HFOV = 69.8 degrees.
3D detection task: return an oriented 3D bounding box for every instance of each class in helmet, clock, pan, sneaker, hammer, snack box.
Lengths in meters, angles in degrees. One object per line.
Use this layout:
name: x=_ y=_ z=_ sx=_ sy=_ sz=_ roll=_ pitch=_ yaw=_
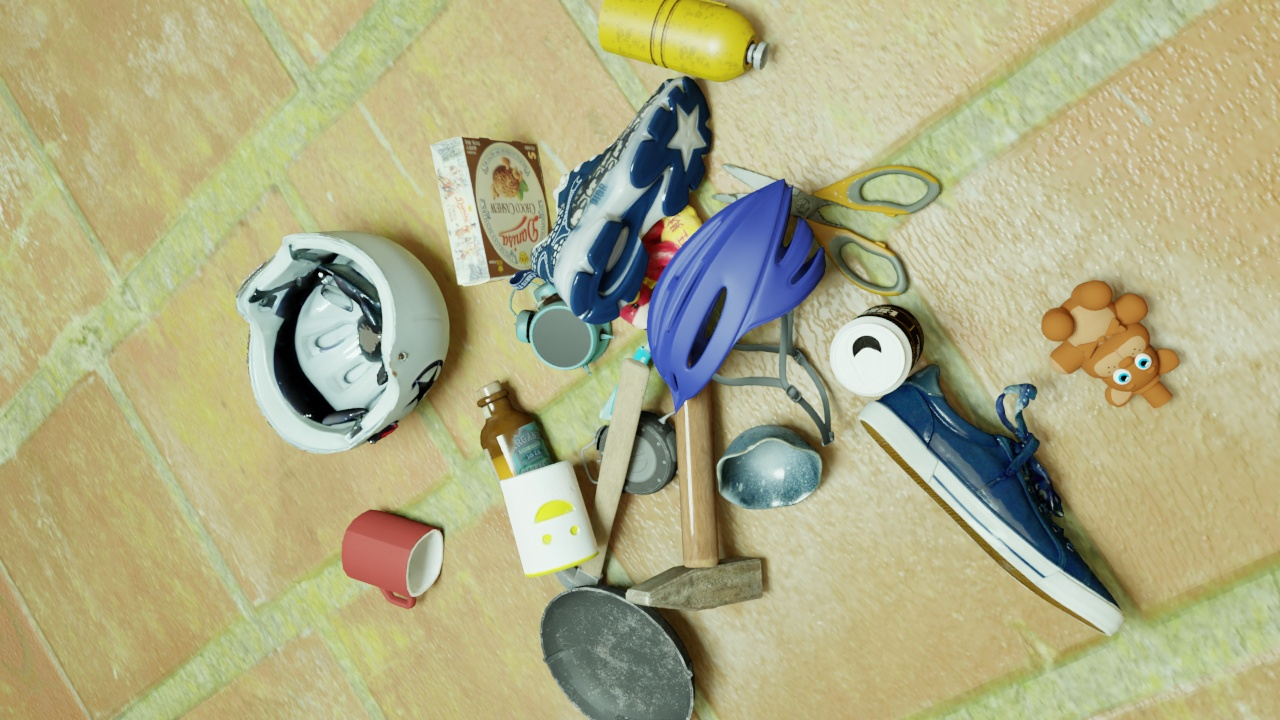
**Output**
helmet: x=-0.328 y=-0.024 z=1.062 sx=0.236 sy=0.163 sz=0.265 roll=45 pitch=119 yaw=14
clock: x=-0.092 y=-0.041 z=1.016 sx=0.124 sy=0.053 sz=0.090 roll=34 pitch=111 yaw=2
pan: x=-0.001 y=0.410 z=1.057 sx=0.208 sy=0.040 sz=0.357 roll=-7 pitch=107 yaw=35
sneaker: x=0.349 y=0.117 z=0.849 sx=0.127 sy=0.120 sz=0.294 roll=-42 pitch=79 yaw=0
clock: x=-0.003 y=0.101 z=1.011 sx=0.123 sy=0.043 sz=0.091 roll=-13 pitch=98 yaw=29
hammer: x=0.052 y=0.106 z=0.956 sx=0.037 sy=0.157 sz=0.300 roll=-9 pitch=83 yaw=52
snack box: x=-0.151 y=-0.158 z=0.974 sx=0.041 sy=0.143 sz=0.147 roll=-7 pitch=96 yaw=25
helmet: x=0.122 y=-0.031 z=0.871 sx=0.227 sy=0.147 sz=0.242 roll=35 pitch=110 yaw=1
hammer: x=-0.035 y=0.144 z=0.997 sx=0.119 sy=0.030 sz=0.332 roll=25 pitch=124 yaw=21
sneaker: x=-0.033 y=-0.173 z=0.928 sx=0.132 sy=0.103 sz=0.269 roll=22 pitch=81 yaw=39

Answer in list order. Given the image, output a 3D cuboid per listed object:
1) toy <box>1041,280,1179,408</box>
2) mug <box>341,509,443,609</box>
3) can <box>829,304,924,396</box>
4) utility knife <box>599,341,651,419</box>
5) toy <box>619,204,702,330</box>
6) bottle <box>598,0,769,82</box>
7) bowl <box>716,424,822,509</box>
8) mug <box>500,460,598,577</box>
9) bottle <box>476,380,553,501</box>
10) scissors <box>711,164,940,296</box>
toy: x=0.416 y=-0.008 z=0.808 sx=0.127 sy=0.065 sz=0.095 roll=47 pitch=111 yaw=3
mug: x=-0.310 y=0.254 z=1.148 sx=0.097 sy=0.080 sz=0.116 roll=12 pitch=110 yaw=20
can: x=0.221 y=-0.011 z=0.852 sx=0.072 sy=0.128 sz=0.072 roll=4 pitch=100 yaw=22
utility knife: x=-0.006 y=0.006 z=0.993 sx=0.022 sy=0.015 sz=0.159 roll=14 pitch=125 yaw=-20
toy: x=0.011 y=-0.106 z=0.961 sx=0.105 sy=0.067 sz=0.137 roll=45 pitch=107 yaw=26
bottle: x=0.047 y=-0.321 z=0.904 sx=0.164 sy=0.071 sz=0.071 roll=21 pitch=106 yaw=18
bowl: x=0.130 y=0.102 z=0.940 sx=0.110 sy=0.055 sz=0.111 roll=0 pitch=135 yaw=0
mug: x=-0.098 y=0.168 z=0.984 sx=0.083 sy=0.082 sz=0.106 roll=-19 pitch=86 yaw=24
bottle: x=-0.146 y=0.100 z=1.058 sx=0.068 sy=0.067 sz=0.157 roll=-24 pitch=89 yaw=24
scissors: x=0.177 y=-0.137 z=0.911 sx=0.225 sy=0.016 sz=0.166 roll=5 pitch=101 yaw=22
